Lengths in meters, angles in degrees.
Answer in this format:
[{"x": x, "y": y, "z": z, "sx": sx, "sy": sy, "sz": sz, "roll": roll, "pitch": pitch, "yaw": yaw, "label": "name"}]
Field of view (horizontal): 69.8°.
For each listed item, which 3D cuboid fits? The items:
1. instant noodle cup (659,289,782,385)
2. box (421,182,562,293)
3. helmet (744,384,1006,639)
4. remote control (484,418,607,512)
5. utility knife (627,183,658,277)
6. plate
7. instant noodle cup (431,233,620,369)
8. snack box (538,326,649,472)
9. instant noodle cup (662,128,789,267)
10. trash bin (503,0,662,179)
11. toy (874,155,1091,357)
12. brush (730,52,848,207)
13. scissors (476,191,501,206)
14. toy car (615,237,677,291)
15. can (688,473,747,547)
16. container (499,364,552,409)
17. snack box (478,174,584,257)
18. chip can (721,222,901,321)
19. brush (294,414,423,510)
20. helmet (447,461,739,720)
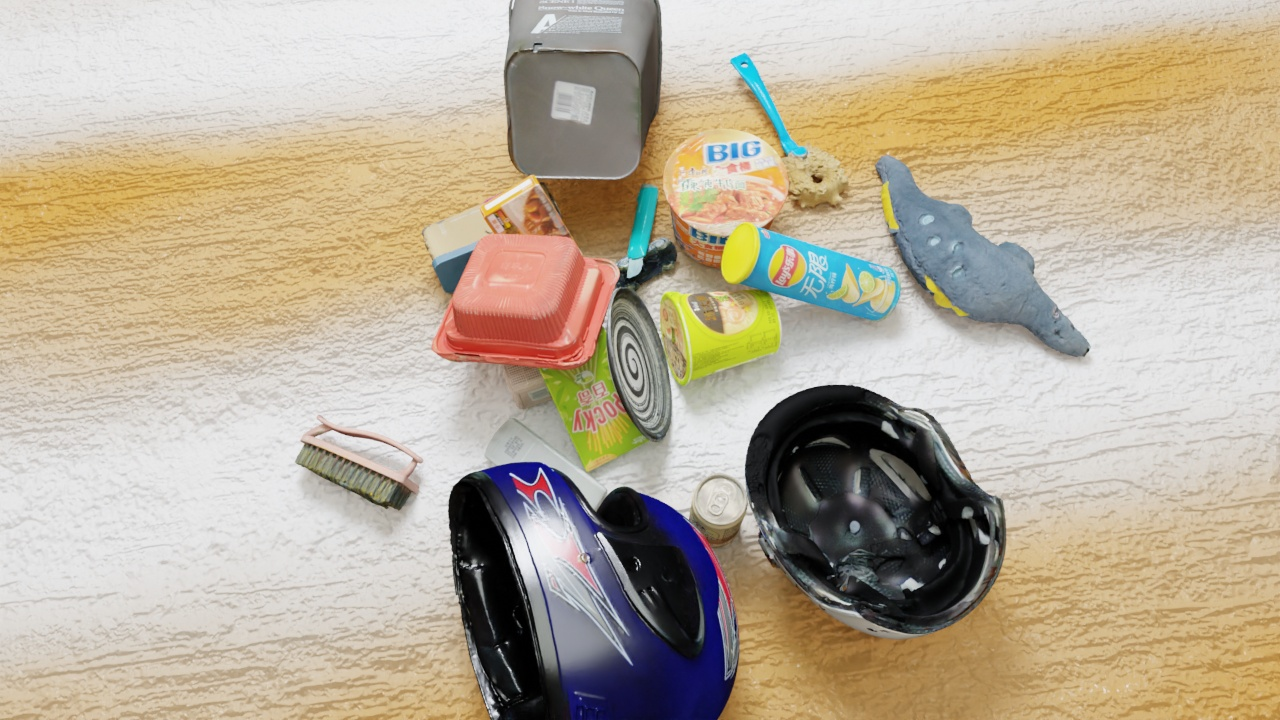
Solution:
[{"x": 0.097, "y": -0.037, "z": 1.087, "sx": 0.123, "sy": 0.112, "sz": 0.111, "roll": -11, "pitch": 68, "yaw": -12, "label": "instant noodle cup"}, {"x": -0.187, "y": -0.150, "z": 1.143, "sx": 0.184, "sy": 0.090, "sz": 0.061, "roll": -26, "pitch": 71, "yaw": -7, "label": "box"}, {"x": 0.236, "y": 0.170, "z": 0.968, "sx": 0.229, "sy": 0.157, "sz": 0.274, "roll": -38, "pitch": 62, "yaw": -16, "label": "helmet"}, {"x": -0.110, "y": 0.129, "z": 1.058, "sx": 0.150, "sy": 0.021, "sz": 0.058, "roll": 36, "pitch": 92, "yaw": 15, "label": "remote control"}, {"x": 0.001, "y": -0.167, "z": 1.158, "sx": 0.029, "sy": 0.013, "sz": 0.181, "roll": -4, "pitch": 47, "yaw": 16, "label": "utility knife"}, {"x": -0.006, "y": 0.006, "z": 1.037, "sx": 0.024, "sy": 0.179, "sz": 0.179, "roll": -15, "pitch": 66, "yaw": 19, "label": "plate"}, {"x": -0.128, "y": -0.072, "z": 1.006, "sx": 0.189, "sy": 0.079, "sz": 0.164, "roll": 5, "pitch": 52, "yaw": 12, "label": "instant noodle cup"}, {"x": -0.054, "y": 0.042, "z": 1.041, "sx": 0.085, "sy": 0.026, "sz": 0.156, "roll": -25, "pitch": 114, "yaw": -9, "label": "snack box"}, {"x": 0.102, "y": -0.193, "z": 1.141, "sx": 0.151, "sy": 0.111, "sz": 0.151, "roll": 0, "pitch": 68, "yaw": 1, "label": "instant noodle cup"}, {"x": -0.073, "y": -0.336, "z": 1.112, "sx": 0.199, "sy": 0.199, "sz": 0.219, "roll": 1, "pitch": 35, "yaw": 1, "label": "trash bin"}, {"x": 0.399, "y": -0.122, "z": 1.127, "sx": 0.137, "sy": 0.092, "sz": 0.356, "roll": -29, "pitch": 69, "yaw": -40, "label": "toy"}, {"x": 0.189, "y": -0.308, "z": 1.217, "sx": 0.083, "sy": 0.046, "sz": 0.254, "roll": -26, "pitch": 75, "yaw": -6, "label": "brush"}, {"x": -0.167, "y": -0.209, "z": 1.145, "sx": 0.073, "sy": 0.138, "sz": 0.017, "roll": -31, "pitch": 98, "yaw": -38, "label": "scissors"}, {"x": 0.004, "y": -0.122, "z": 1.154, "sx": 0.090, "sy": 0.043, "sz": 0.034, "roll": -31, "pitch": 37, "yaw": -6, "label": "toy car"}, {"x": 0.083, "y": 0.164, "z": 0.993, "sx": 0.058, "sy": 0.116, "sz": 0.058, "roll": 0, "pitch": 68, "yaw": 0, "label": "can"}, {"x": -0.127, "y": -0.011, "z": 1.086, "sx": 0.090, "sy": 0.090, "sz": 0.111, "roll": -19, "pitch": 72, "yaw": -7, "label": "container"}, {"x": -0.124, "y": -0.145, "z": 1.101, "sx": 0.075, "sy": 0.154, "sz": 0.026, "roll": -31, "pitch": 47, "yaw": 1, "label": "snack box"}, {"x": 0.202, "y": -0.100, "z": 1.076, "sx": 0.210, "sy": 0.071, "sz": 0.071, "roll": 13, "pitch": 65, "yaw": -24, "label": "chip can"}, {"x": -0.324, "y": 0.114, "z": 1.052, "sx": 0.146, "sy": 0.063, "sz": 0.073, "roll": 22, "pitch": 74, "yaw": 11, "label": "brush"}, {"x": -0.035, "y": 0.240, "z": 0.902, "sx": 0.239, "sy": 0.248, "sz": 0.315, "roll": -6, "pitch": 61, "yaw": -31, "label": "helmet"}]
